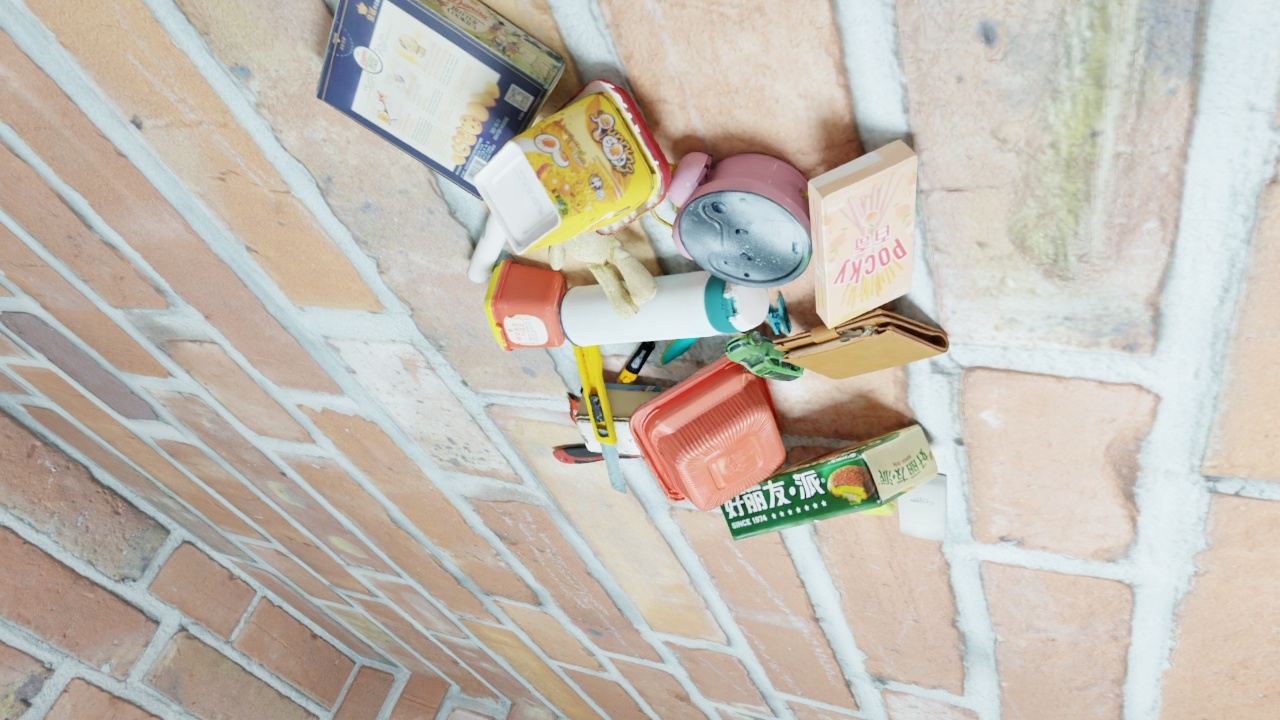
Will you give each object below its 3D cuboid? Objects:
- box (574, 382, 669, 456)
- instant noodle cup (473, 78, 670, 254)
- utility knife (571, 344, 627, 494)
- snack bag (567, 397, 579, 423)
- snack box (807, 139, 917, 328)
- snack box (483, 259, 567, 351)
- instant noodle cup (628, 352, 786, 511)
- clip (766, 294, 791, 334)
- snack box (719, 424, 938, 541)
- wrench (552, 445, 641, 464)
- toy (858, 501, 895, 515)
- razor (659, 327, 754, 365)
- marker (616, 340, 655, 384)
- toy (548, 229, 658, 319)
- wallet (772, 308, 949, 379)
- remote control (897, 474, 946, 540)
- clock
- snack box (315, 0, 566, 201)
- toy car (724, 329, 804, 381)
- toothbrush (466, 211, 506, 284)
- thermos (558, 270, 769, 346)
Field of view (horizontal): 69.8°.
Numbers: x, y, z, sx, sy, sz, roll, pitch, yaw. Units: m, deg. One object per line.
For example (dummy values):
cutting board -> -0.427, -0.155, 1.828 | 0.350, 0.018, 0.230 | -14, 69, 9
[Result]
box -> 0.002, 0.075, 1.124 | 0.184, 0.060, 0.090 | 6, 146, 17
instant noodle cup -> -0.059, -0.152, 0.757 | 0.116, 0.123, 0.116 | -25, 97, 50
utility knife -> -0.047, 0.058, 1.075 | 0.033, 0.015, 0.217 | -9, 101, 23
snack bag -> -0.051, 0.078, 1.211 | 0.104, 0.026, 0.048 | 14, 142, 14
snack box -> 0.183, -0.099, 0.753 | 0.084, 0.026, 0.157 | -25, 140, -6
snack box -> -0.122, -0.057, 1.013 | 0.080, 0.081, 0.091 | 6, 146, 9
instant noodle cup -> 0.087, 0.091, 1.019 | 0.079, 0.164, 0.189 | 55, 175, 42
clip -> 0.136, -0.046, 0.920 | 0.041, 0.014, 0.056 | 4, 142, 30
snack box -> 0.206, 0.142, 1.046 | 0.241, 0.114, 0.063 | -28, 81, 50
wrench -> -0.027, 0.123, 1.274 | 0.274, 0.016, 0.056 | -15, 131, 45
toy -> 0.273, 0.159, 1.116 | 0.097, 0.031, 0.100 | -1, 140, 49
razor -> 0.063, -0.023, 0.987 | 0.043, 0.028, 0.133 | 8, 157, -36
marker -> -0.006, 0.006, 1.088 | 0.018, 0.015, 0.124 | 26, 148, -4
toy -> -0.047, -0.108, 0.880 | 0.105, 0.066, 0.157 | -35, 101, 32
wallet -> 0.209, -0.013, 0.880 | 0.107, 0.031, 0.132 | 16, 157, -35
remote control -> 0.341, 0.176, 1.109 | 0.056, 0.019, 0.135 | 7, 145, 24
clock -> 0.078, -0.126, 0.798 | 0.159, 0.059, 0.117 | 11, 147, 17
snack box -> -0.180, -0.245, 0.801 | 0.182, 0.045, 0.178 | 32, 147, -13
toy car -> 0.131, -0.004, 0.952 | 0.091, 0.036, 0.043 | 17, 154, -24
toothbrush -> -0.145, -0.143, 0.946 | 0.026, 0.026, 0.222 | -7, 159, -26
thermos -> 0.023, -0.054, 0.932 | 0.225, 0.073, 0.073 | -3, 139, 37
